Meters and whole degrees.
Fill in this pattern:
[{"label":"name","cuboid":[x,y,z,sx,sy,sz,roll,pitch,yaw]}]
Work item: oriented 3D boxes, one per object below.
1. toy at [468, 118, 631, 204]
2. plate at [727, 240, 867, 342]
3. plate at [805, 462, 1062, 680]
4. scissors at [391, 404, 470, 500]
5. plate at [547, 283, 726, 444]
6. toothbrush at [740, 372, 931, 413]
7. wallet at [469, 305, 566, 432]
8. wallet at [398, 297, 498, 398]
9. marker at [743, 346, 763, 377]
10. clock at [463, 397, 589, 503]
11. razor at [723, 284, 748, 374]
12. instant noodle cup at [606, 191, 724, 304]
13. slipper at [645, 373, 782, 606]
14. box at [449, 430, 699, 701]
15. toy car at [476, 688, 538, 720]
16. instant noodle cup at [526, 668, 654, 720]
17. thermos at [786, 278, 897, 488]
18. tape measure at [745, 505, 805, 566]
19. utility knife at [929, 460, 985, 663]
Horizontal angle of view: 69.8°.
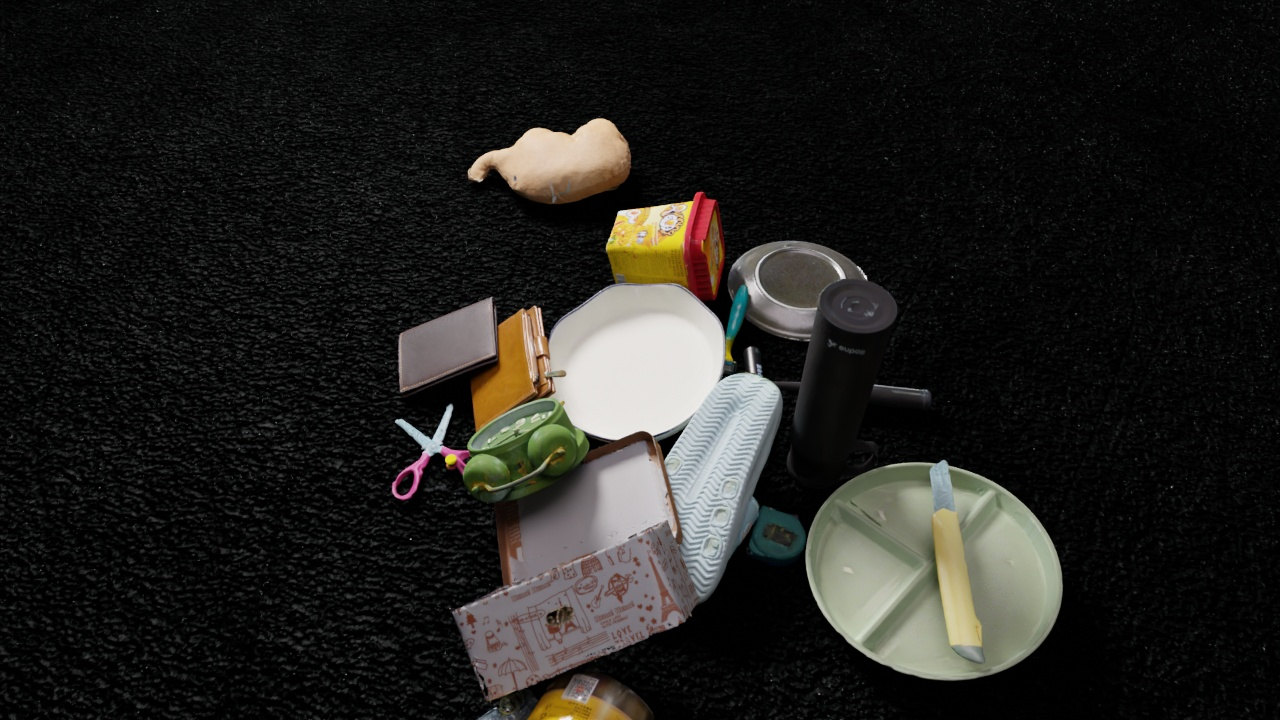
[{"label":"toy","cuboid":[-0.124,-0.268,1.257,0.226,0.083,0.143,-10,45,-5]},{"label":"plate","cuboid":[0.198,-0.095,1.138,0.179,0.024,0.179,0,49,0]},{"label":"plate","cuboid":[0.272,0.195,0.864,0.230,0.027,0.229,-5,48,5]},{"label":"scissors","cuboid":[-0.223,0.100,0.970,0.133,0.017,0.131,30,57,29]},{"label":"plate","cuboid":[-0.006,0.006,1.009,0.205,0.046,0.204,-6,56,9]},{"label":"toothbrush","cuboid":[0.212,0.033,1.012,0.212,0.026,0.027,7,42,0]},{"label":"wallet","cuboid":[-0.141,0.007,1.005,0.119,0.035,0.130,-31,46,18]},{"label":"wallet","cuboid":[-0.218,-0.016,1.039,0.122,0.020,0.096,-21,50,11]},{"label":"marker","cuboid":[0.129,0.039,1.023,0.022,0.020,0.131,-20,46,21]},{"label":"clock","cuboid":[-0.113,0.090,0.892,0.116,0.056,0.161,-25,16,3]},{"label":"razor","cuboid":[0.107,-0.038,1.083,0.043,0.028,0.132,9,53,16]},{"label":"instant noodle cup","cuboid":[0.031,-0.134,1.121,0.124,0.116,0.116,1,48,17]},{"label":"slipper","cuboid":[0.072,0.125,0.906,0.104,0.074,0.244,15,66,30]},{"label":"box","cuboid":[-0.050,0.179,0.816,0.179,0.133,0.271,-23,20,8]},{"label":"toy car","cuboid":[-0.131,0.318,0.751,0.120,0.054,0.037,-32,53,-27]},{"label":"instant noodle cup","cuboid":[-0.051,0.316,0.717,0.118,0.119,0.114,17,43,14]},{"label":"thermos","cuboid":[0.197,0.032,0.879,0.090,0.243,0.068,7,50,7]},{"label":"tape measure","cuboid":[0.134,0.173,0.900,0.054,0.025,0.058,15,51,14]},{"label":"utility knife","cuboid":[0.287,0.178,0.845,0.031,0.021,0.207,-1,55,7]}]
